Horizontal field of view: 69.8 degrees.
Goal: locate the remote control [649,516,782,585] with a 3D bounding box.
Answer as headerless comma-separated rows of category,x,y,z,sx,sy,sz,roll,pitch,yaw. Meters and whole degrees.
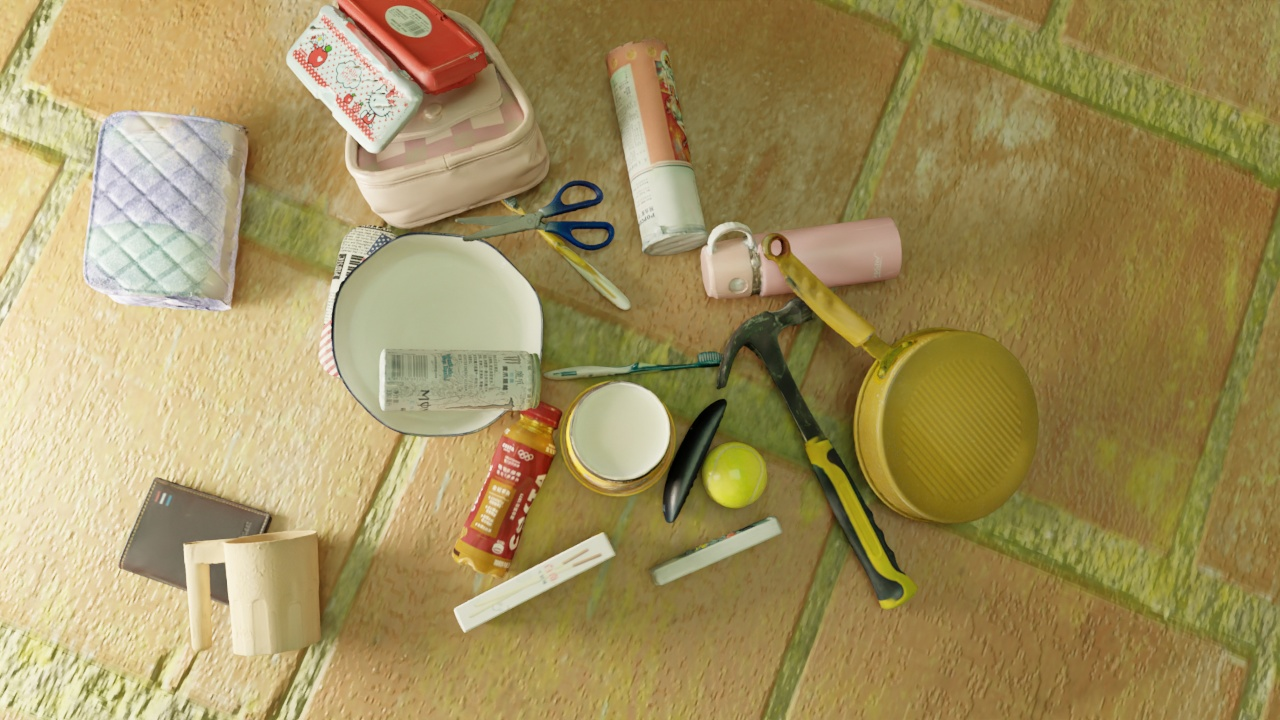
remote control,0.073,0.188,0.908,0.135,0.056,0.019,-22,82,-5

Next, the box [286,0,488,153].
box,-0.262,-0.309,0.925,0.161,0.058,0.201,-40,60,-8

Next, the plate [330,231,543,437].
plate,-0.200,-0.025,0.915,0.204,0.046,0.205,1,86,-16

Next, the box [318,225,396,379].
box,-0.286,-0.058,0.944,0.068,0.052,0.164,13,82,-14

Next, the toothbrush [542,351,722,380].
toothbrush,-0.006,0.006,0.953,0.191,0.016,0.018,-4,72,-3

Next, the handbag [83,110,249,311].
handbag,-0.476,-0.151,0.931,0.134,0.076,0.193,4,83,-6

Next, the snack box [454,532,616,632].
snack box,-0.098,0.211,0.884,0.156,0.085,0.027,-27,81,-6

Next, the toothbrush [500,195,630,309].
toothbrush,-0.082,-0.119,0.966,0.191,0.018,0.016,42,84,6

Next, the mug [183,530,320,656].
mug,-0.368,0.220,0.872,0.124,0.084,0.103,-5,87,-2

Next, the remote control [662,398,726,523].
remote control,0.049,0.097,0.921,0.024,0.053,0.136,26,82,-7

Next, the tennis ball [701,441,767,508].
tennis ball,0.094,0.114,0.915,0.065,0.065,0.065,0,81,-2

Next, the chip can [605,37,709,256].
chip can,0.016,-0.222,0.959,0.071,0.071,0.214,-11,82,-4

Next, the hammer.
hammer,0.184,0.101,0.933,0.126,0.032,0.323,-25,85,-13

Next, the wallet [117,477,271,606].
wallet,-0.441,0.180,0.911,0.122,0.020,0.096,19,81,-1

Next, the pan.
pan,0.249,0.008,0.909,0.197,0.078,0.357,-45,104,-13

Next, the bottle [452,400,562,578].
bottle,-0.128,0.124,0.910,0.057,0.057,0.174,21,81,1

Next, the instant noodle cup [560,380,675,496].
instant noodle cup,-0.021,0.072,0.892,0.118,0.114,0.118,0,81,-2

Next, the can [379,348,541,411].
can,-0.170,0.019,0.866,0.146,0.058,0.058,1,81,-17

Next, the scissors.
scissors,-0.101,-0.134,0.940,0.133,0.012,0.172,48,61,-7

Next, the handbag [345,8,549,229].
handbag,-0.212,-0.269,0.960,0.193,0.093,0.234,-16,68,-1

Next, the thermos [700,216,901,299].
thermos,0.163,-0.112,0.943,0.198,0.087,0.067,-6,40,-3
